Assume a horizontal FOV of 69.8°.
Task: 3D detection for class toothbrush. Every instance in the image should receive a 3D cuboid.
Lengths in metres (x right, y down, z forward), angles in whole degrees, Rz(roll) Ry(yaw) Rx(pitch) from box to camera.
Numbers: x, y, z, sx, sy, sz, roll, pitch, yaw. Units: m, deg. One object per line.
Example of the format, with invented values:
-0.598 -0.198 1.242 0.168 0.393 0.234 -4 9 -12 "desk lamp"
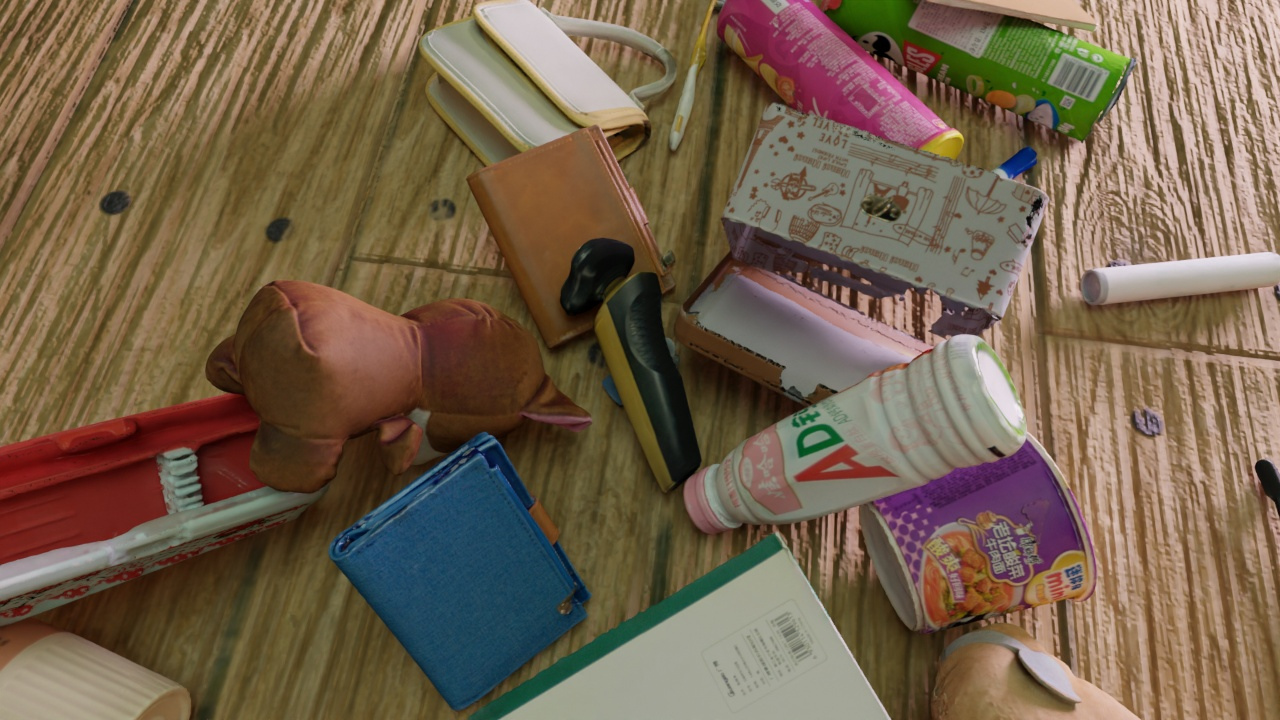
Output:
0.431 -0.064 0.667 0.221 0.026 0.027 -6 102 -5 "toothbrush"
0.050 -0.244 0.754 0.018 0.016 0.191 16 63 -3 "toothbrush"
0.420 0.160 0.555 0.027 0.026 0.212 15 56 -34 "toothbrush"

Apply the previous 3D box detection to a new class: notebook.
0.022 0.208 0.484 0.209 0.012 0.150 -33 67 7 "notebook"
0.267 -0.330 0.755 0.147 0.008 0.207 5 44 -13 "notebook"

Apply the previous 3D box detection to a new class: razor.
-0.004 0.003 0.592 0.068 0.062 0.167 -22 84 22 "razor"

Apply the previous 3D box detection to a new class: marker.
0.247 -0.121 0.696 0.145 0.017 0.017 -34 69 -17 "marker"

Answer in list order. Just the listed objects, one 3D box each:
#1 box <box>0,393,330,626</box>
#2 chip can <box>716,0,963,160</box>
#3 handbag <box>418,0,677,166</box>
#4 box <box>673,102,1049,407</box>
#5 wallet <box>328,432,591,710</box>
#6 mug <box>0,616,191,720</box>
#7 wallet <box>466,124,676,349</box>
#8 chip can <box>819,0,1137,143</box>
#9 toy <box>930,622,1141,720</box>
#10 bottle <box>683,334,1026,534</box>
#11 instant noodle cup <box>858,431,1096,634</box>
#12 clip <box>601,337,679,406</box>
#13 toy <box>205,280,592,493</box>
-0.275 0.084 0.492 0.200 0.095 0.099 -17 17 -40 "box"
0.149 -0.213 0.710 0.071 0.071 0.210 -32 68 -16 "chip can"
-0.062 -0.225 0.719 0.178 0.063 0.163 -35 71 -21 "handbag"
0.128 -0.040 0.590 0.182 0.150 0.168 22 86 12 "box"
-0.094 0.118 0.510 0.106 0.133 0.040 -36 32 -17 "wallet"
-0.314 0.205 0.482 0.106 0.082 0.114 20 79 6 "mug"
-0.039 -0.091 0.639 0.119 0.035 0.130 -26 93 -19 "wallet"
0.261 -0.252 0.731 0.236 0.072 0.072 27 65 12 "chip can"
0.252 0.224 0.465 0.226 0.083 0.143 35 27 15 "toy"
0.112 0.053 0.522 0.197 0.068 0.068 -28 58 32 "bottle"
0.189 0.104 0.535 0.099 0.112 0.111 -21 65 -2 "instant noodle cup"
0.001 0.008 0.626 0.056 0.028 0.024 -37 67 -9 "clip"
-0.139 0.016 0.547 0.199 0.131 0.140 -9 45 -39 "toy"
